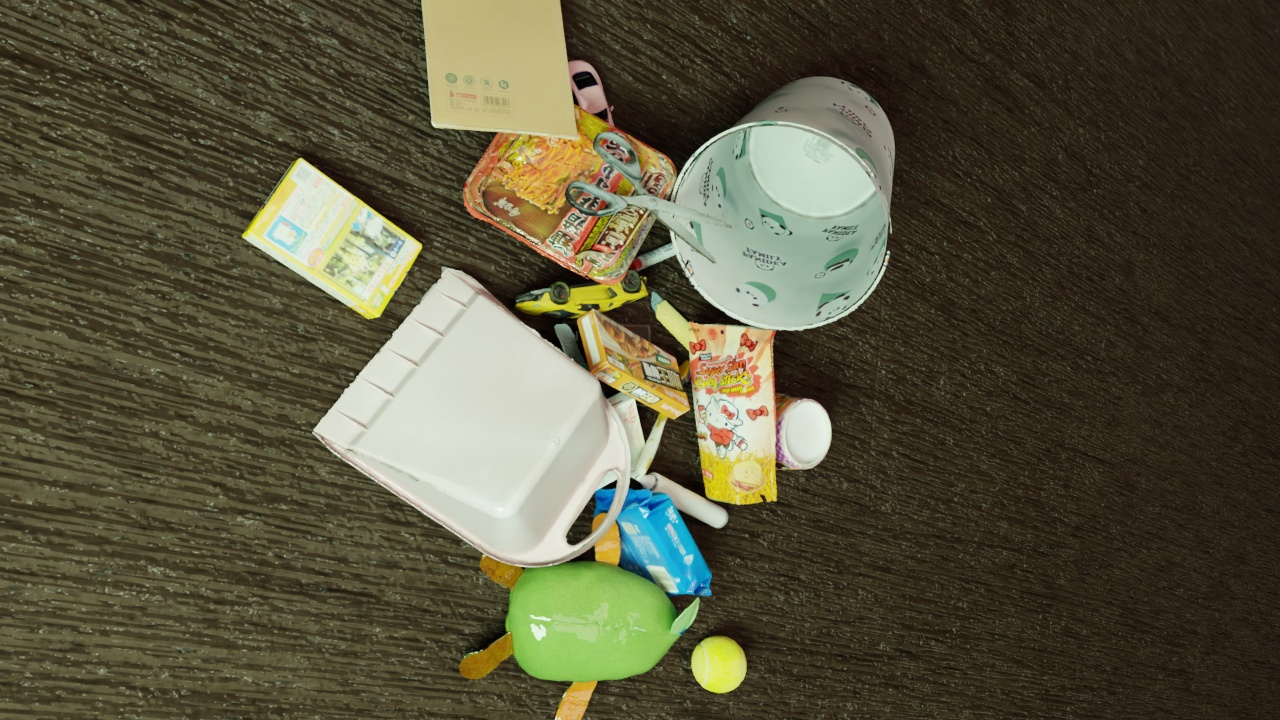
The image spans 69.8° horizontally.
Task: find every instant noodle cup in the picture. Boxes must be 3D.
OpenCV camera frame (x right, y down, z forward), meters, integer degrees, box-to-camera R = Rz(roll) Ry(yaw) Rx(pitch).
[{"bbox_3d":[0.172,0.089,1.128,0.111,0.099,0.111,-1,91,-33],"label":"instant noodle cup"},{"bbox_3d":[-0.075,-0.174,0.954,0.189,0.079,0.164,30,71,-3],"label":"instant noodle cup"}]

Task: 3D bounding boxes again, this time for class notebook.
[{"bbox_3d":[-0.144,-0.321,0.925,0.147,0.008,0.207,-1,73,-24],"label":"notebook"}]

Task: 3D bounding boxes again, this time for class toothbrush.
[{"bbox_3d":[0.028,0.067,1.043,0.018,0.016,0.190,58,38,-30],"label":"toothbrush"},{"bbox_3d":[0.029,0.148,1.044,0.221,0.027,0.026,33,58,-43],"label":"toothbrush"}]

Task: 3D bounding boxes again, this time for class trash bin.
[{"bbox_3d":[0.177,-0.193,1.030,0.229,0.230,0.251,58,33,-19],"label":"trash bin"}]

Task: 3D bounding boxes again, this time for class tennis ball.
[{"bbox_3d":[0.093,0.361,1.090,0.065,0.066,0.065,1,89,-34],"label":"tennis ball"}]

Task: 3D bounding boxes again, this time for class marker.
[{"bbox_3d":[0.045,-0.136,1.094,0.145,0.017,0.017,-27,104,-31],"label":"marker"}]

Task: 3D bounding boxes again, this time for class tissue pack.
[{"bbox_3d":[0.013,0.201,1.022,0.052,0.095,0.157,-44,112,-40],"label":"tissue pack"}]

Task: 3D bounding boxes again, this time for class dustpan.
[{"bbox_3d":[-0.146,0.077,0.921,0.273,0.139,0.222,31,67,16],"label":"dustpan"}]

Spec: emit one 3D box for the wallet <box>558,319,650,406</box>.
[{"bbox_3d":[-0.038,0.004,1.036,0.122,0.020,0.096,2,88,-36],"label":"wallet"}]

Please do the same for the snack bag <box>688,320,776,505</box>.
[{"bbox_3d":[0.108,0.058,1.064,0.073,0.129,0.208,-18,108,-40],"label":"snack bag"}]

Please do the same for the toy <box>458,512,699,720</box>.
[{"bbox_3d":[-0.064,0.273,0.964,0.246,0.090,0.227,14,84,-22],"label":"toy"}]

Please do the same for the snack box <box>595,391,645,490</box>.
[{"bbox_3d":[-0.067,0.104,0.987,0.156,0.027,0.085,-26,120,-26],"label":"snack box"}]

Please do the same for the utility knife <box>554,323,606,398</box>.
[{"bbox_3d":[-0.051,0.044,1.005,0.029,0.013,0.205,-36,121,-21],"label":"utility knife"}]

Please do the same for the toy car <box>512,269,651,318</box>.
[{"bbox_3d":[-0.064,-0.068,0.989,0.155,0.071,0.041,-11,91,-31],"label":"toy car"}]

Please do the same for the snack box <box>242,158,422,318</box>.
[{"bbox_3d":[-0.286,-0.112,0.862,0.140,0.034,0.086,36,70,-27],"label":"snack box"}]

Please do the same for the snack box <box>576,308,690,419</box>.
[{"bbox_3d":[-0.006,0.006,0.994,0.153,0.026,0.075,30,35,-47],"label":"snack box"}]

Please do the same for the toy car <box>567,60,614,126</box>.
[{"bbox_3d":[-0.057,-0.271,1.017,0.056,0.037,0.122,-26,104,-30],"label":"toy car"}]

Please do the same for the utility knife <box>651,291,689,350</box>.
[{"bbox_3d":[0.068,-0.023,1.108,0.165,0.018,0.030,46,62,-26],"label":"utility knife"}]

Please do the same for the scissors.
[{"bbox_3d":[0.006,-0.162,0.921,0.159,0.014,0.174,-17,78,-19],"label":"scissors"}]
